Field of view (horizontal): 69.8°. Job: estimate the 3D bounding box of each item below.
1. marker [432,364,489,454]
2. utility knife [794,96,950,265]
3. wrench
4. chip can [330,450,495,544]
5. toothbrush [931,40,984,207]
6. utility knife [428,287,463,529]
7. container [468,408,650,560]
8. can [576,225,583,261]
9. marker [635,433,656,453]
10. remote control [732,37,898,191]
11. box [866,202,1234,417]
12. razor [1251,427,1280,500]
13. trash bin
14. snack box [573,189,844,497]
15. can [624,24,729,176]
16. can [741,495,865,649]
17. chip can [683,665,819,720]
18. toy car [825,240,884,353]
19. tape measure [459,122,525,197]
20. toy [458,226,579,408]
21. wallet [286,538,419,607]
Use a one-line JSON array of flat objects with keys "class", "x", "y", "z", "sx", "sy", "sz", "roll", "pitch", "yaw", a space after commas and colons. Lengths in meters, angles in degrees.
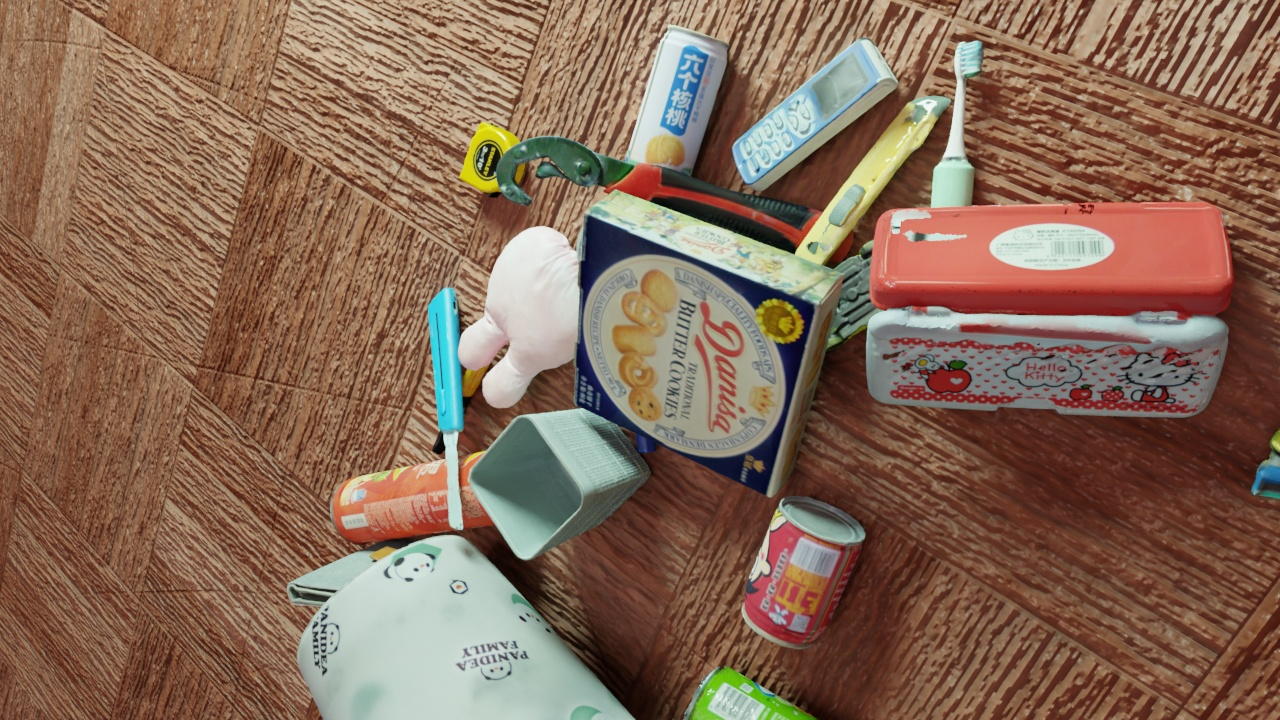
[{"class": "marker", "x": -0.171, "y": 0.041, "z": 0.874, "sx": 0.015, "sy": 0.018, "sz": 0.124, "roll": 42, "pitch": 116, "yaw": 27}, {"class": "utility knife", "x": 0.145, "y": -0.102, "z": 0.647, "sx": 0.031, "sy": 0.021, "sz": 0.202, "roll": 46, "pitch": 111, "yaw": 39}, {"class": "wrench", "x": 0.023, "y": -0.121, "z": 0.685, "sx": 0.273, "sy": 0.016, "sz": 0.056, "roll": 14, "pitch": 102, "yaw": 9}, {"class": "chip can", "x": -0.199, "y": 0.131, "z": 0.869, "sx": 0.217, "sy": 0.073, "sz": 0.073, "roll": -15, "pitch": 87, "yaw": 32}, {"class": "toothbrush", "x": 0.209, "y": -0.098, "z": 0.617, "sx": 0.027, "sy": 0.026, "sz": 0.224, "roll": 11, "pitch": 101, "yaw": 53}, {"class": "utility knife", "x": -0.172, "y": 0.041, "z": 0.829, "sx": 0.034, "sy": 0.018, "sz": 0.234, "roll": -27, "pitch": 60, "yaw": 31}, {"class": "container", "x": -0.061, "y": 0.094, "z": 0.755, "sx": 0.090, "sy": 0.111, "sz": 0.090, "roll": -47, "pitch": 70, "yaw": 27}, {"class": "can", "x": 0.022, "y": -0.075, "z": 0.717, "sx": 0.147, "sy": 0.058, "sz": 0.058, "roll": 22, "pitch": 106, "yaw": 29}, {"class": "marker", "x": -0.005, "y": 0.004, "z": 0.767, "sx": 0.017, "sy": 0.016, "sz": 0.146, "roll": -8, "pitch": 91, "yaw": 32}, {"class": "remote control", "x": 0.122, "y": -0.173, "z": 0.658, "sx": 0.125, "sy": 0.024, "sz": 0.049, "roll": -36, "pitch": 49, "yaw": 29}, {"class": "box", "x": 0.247, "y": -0.029, "z": 0.576, "sx": 0.202, "sy": 0.100, "sz": 0.110, "roll": 2, "pitch": 55, "yaw": 18}, {"class": "razor", "x": 0.382, "y": 0.011, "z": 0.521, "sx": 0.043, "sy": 0.022, "sz": 0.143, "roll": 9, "pitch": 97, "yaw": 4}, {"class": "trash bin", "x": -0.147, "y": 0.302, "z": 0.774, "sx": 0.252, "sy": 0.229, "sz": 0.230, "roll": 44, "pitch": 116, "yaw": 27}, {"class": "snack box", "x": 0.039, "y": -0.011, "z": 0.669, "sx": 0.182, "sy": 0.045, "sz": 0.178, "roll": 24, "pitch": 132, "yaw": 21}, {"class": "can", "x": 0.024, "y": -0.184, "z": 0.708, "sx": 0.053, "sy": 0.053, "sz": 0.135, "roll": 26, "pitch": 108, "yaw": 27}, {"class": "can", "x": 0.118, "y": 0.156, "z": 0.675, "sx": 0.066, "sy": 0.066, "sz": 0.094, "roll": 27, "pitch": 108, "yaw": 27}, {"class": "chip can", "x": 0.146, "y": 0.309, "z": 0.670, "sx": 0.236, "sy": 0.072, "sz": 0.072, "roll": 22, "pitch": 106, "yaw": 29}, {"class": "toy car", "x": 0.153, "y": -0.044, "z": 0.652, "sx": 0.105, "sy": 0.032, "sz": 0.048, "roll": -38, "pitch": 68, "yaw": 29}, {"class": "tape measure", "x": -0.129, "y": -0.177, "z": 0.820, "sx": 0.057, "sy": 0.028, "sz": 0.060, "roll": 32, "pitch": 110, "yaw": 27}, {"class": "toy", "x": -0.101, "y": -0.037, "z": 0.800, "sx": 0.160, "sy": 0.054, "sz": 0.121, "roll": -48, "pitch": 63, "yaw": 24}, {"class": "wallet", "x": -0.250, "y": 0.198, "z": 0.874, "sx": 0.107, "sy": 0.129, "sz": 0.037, "roll": -4, "pitch": 97, "yaw": 32}]
